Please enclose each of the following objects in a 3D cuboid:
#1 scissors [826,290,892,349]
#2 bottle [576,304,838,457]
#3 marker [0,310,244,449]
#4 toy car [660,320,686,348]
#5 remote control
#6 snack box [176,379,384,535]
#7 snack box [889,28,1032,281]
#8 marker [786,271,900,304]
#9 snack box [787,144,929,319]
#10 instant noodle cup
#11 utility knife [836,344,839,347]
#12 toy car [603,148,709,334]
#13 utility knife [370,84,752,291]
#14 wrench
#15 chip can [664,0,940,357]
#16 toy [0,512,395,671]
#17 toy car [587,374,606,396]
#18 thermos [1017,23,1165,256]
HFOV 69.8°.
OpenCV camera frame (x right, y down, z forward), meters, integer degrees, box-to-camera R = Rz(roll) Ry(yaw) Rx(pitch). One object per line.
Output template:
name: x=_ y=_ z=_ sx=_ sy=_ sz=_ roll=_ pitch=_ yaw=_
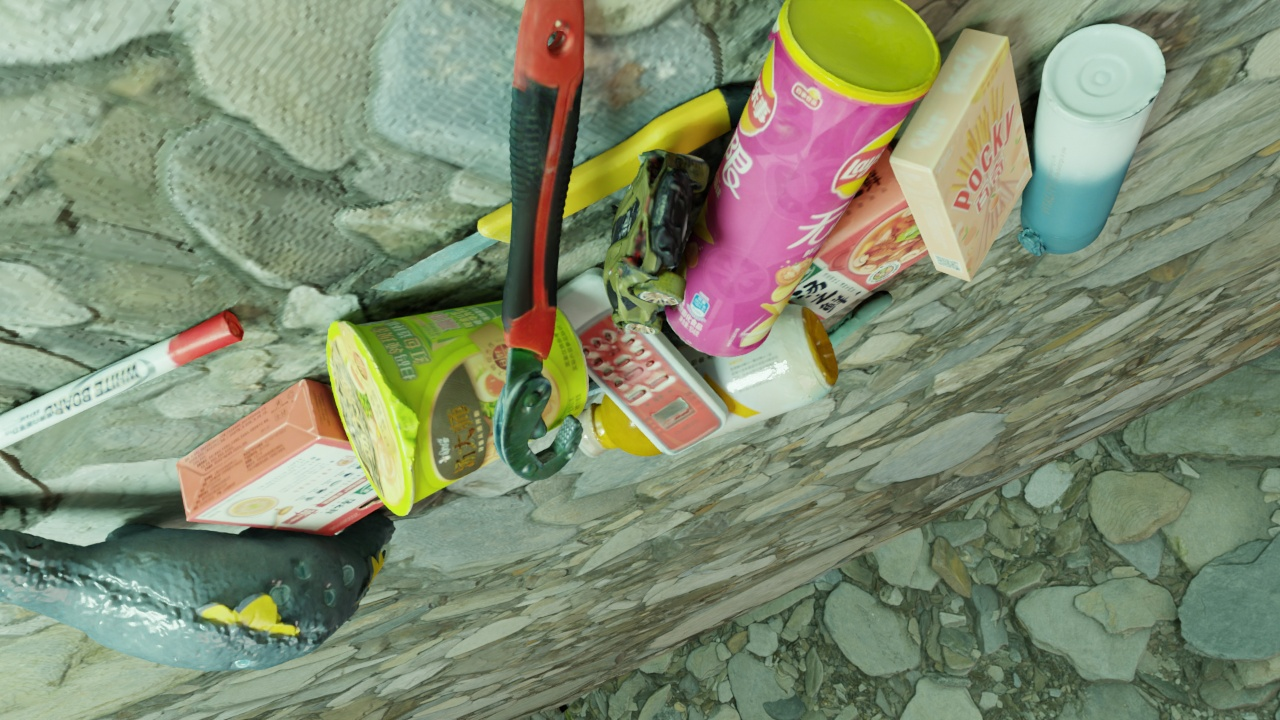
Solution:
scissors: x=0.122 y=0.005 z=0.742 sx=0.169 sy=0.019 sz=0.172 roll=-31 pitch=172 yaw=-38
bottle: x=0.039 y=0.022 z=0.637 sx=0.190 sy=0.068 sz=0.068 roll=-22 pitch=160 yaw=24
marker: x=-0.268 y=0.012 z=0.460 sx=0.145 sy=0.017 sz=0.017 roll=-24 pitch=158 yaw=2
toy car: x=0.046 y=-0.006 z=0.691 sx=0.120 sy=0.036 sz=0.054 roll=4 pitch=153 yaw=-34
remote control: x=-0.003 y=0.003 z=0.580 sx=0.056 sy=0.136 sz=0.020 roll=-32 pitch=-159 yaw=28
snack box: x=-0.212 y=0.068 z=0.606 sx=0.113 sy=0.044 sz=0.127 roll=-30 pitch=156 yaw=15
snack box: x=0.194 y=-0.114 z=0.544 sx=0.084 sy=0.026 sz=0.157 roll=-60 pitch=148 yaw=-2
marker: x=0.151 y=-0.060 z=0.704 sx=0.124 sy=0.018 sz=0.015 roll=-15 pitch=136 yaw=-24
snack box: x=0.134 y=-0.083 z=0.603 sx=0.113 sy=0.044 sz=0.127 roll=-34 pitch=155 yaw=24
instant noodle cup: x=-0.100 y=0.014 z=0.527 sx=0.123 sy=0.111 sz=0.112 roll=-20 pitch=159 yaw=-30
utility knife: x=0.126 y=-0.029 z=0.765 sx=0.031 sy=0.021 sz=0.204 roll=-27 pitch=163 yaw=24
toy car: x=0.004 y=-0.056 z=0.481 sx=0.042 sy=0.070 sz=0.158 roll=12 pitch=169 yaw=-2
utility knife: x=-0.040 y=-0.085 z=0.463 sx=0.216 sy=0.015 sz=0.033 roll=-27 pitch=159 yaw=3
wrench: x=-0.047 y=-0.038 z=0.437 sx=0.056 sy=0.016 sz=0.274 roll=-29 pitch=142 yaw=-34
chip can: x=0.070 y=-0.083 z=0.470 sx=0.071 sy=0.071 sz=0.211 roll=-14 pitch=154 yaw=-22
toy: x=-0.282 y=0.150 z=0.628 sx=0.091 sy=0.138 sz=0.355 roll=-56 pitch=148 yaw=11
toy car: x=-0.045 y=0.006 z=0.623 sx=0.105 sy=0.049 sz=0.031 roll=-20 pitch=161 yaw=-7
thermos: x=0.294 y=-0.133 z=0.618 sx=0.070 sy=0.070 sz=0.220 roll=-27 pitch=157 yaw=9
